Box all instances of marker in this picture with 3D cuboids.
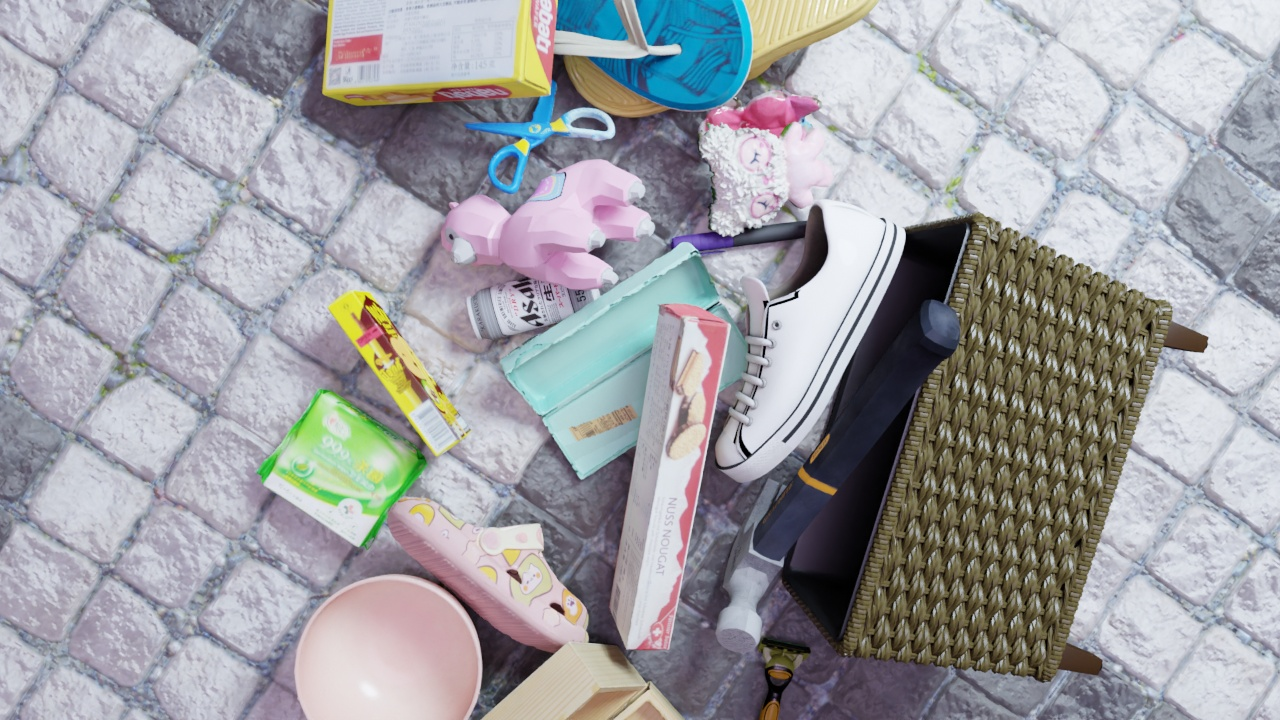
[{"bbox_3d":[0.092,-0.104,0.780,0.134,0.015,0.018,-7,108,-1],"label":"marker"}]

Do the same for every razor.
[{"bbox_3d":[0.112,0.316,0.804,0.044,0.021,0.144,13,95,-2],"label":"razor"}]

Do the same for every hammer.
[{"bbox_3d":[0.139,0.083,0.679,0.035,0.139,0.313,24,131,-3],"label":"hammer"}]

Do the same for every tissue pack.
[{"bbox_3d":[-0.251,0.092,0.773,0.114,0.034,0.099,35,90,-5],"label":"tissue pack"}]

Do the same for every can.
[{"bbox_3d":[-0.087,-0.049,0.764,0.106,0.044,0.044,-15,93,-1],"label":"can"}]

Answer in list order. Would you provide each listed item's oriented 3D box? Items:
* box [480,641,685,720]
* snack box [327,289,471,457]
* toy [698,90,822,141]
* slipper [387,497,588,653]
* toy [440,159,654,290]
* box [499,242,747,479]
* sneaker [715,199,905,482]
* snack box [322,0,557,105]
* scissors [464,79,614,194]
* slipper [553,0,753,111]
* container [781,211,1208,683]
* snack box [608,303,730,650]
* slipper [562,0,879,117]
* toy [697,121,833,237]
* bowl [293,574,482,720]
[{"bbox_3d":[-0.081,0.365,0.766,0.247,0.118,0.252,-41,117,1],"label":"box"},{"bbox_3d":[-0.196,0.009,0.755,0.025,0.061,0.149,-35,94,0],"label":"snack box"},{"bbox_3d":[0.097,-0.199,0.759,0.102,0.065,0.050,-8,60,1],"label":"toy"},{"bbox_3d":[-0.117,0.166,0.763,0.197,0.093,0.081,40,59,-10],"label":"slipper"},{"bbox_3d":[-0.078,-0.111,0.740,0.158,0.067,0.123,16,56,27],"label":"toy"},{"bbox_3d":[-0.007,0.001,0.773,0.187,0.055,0.138,-31,122,0],"label":"box"},{"bbox_3d":[0.114,-0.022,0.743,0.097,0.091,0.245,29,95,-9],"label":"sneaker"},{"bbox_3d":[-0.157,-0.250,0.705,0.201,0.042,0.092,6,93,29],"label":"snack box"},{"bbox_3d":[-0.083,-0.184,0.743,0.127,0.013,0.125,7,61,6],"label":"scissors"},{"bbox_3d":[-0.049,-0.287,0.700,0.295,0.060,0.118,26,108,12],"label":"slipper"},{"bbox_3d":[0.270,0.075,0.720,0.205,0.176,0.321,16,93,-6],"label":"container"},{"bbox_3d":[0.021,0.093,0.737,0.044,0.076,0.273,6,102,-16],"label":"snack box"},{"bbox_3d":[0.068,-0.269,0.736,0.264,0.078,0.099,-16,94,21],"label":"slipper"},{"bbox_3d":[0.103,-0.151,0.742,0.109,0.041,0.096,-14,122,0],"label":"toy"},{"bbox_3d":[-0.200,0.245,0.762,0.153,0.076,0.153,0,92,-1],"label":"bowl"}]
